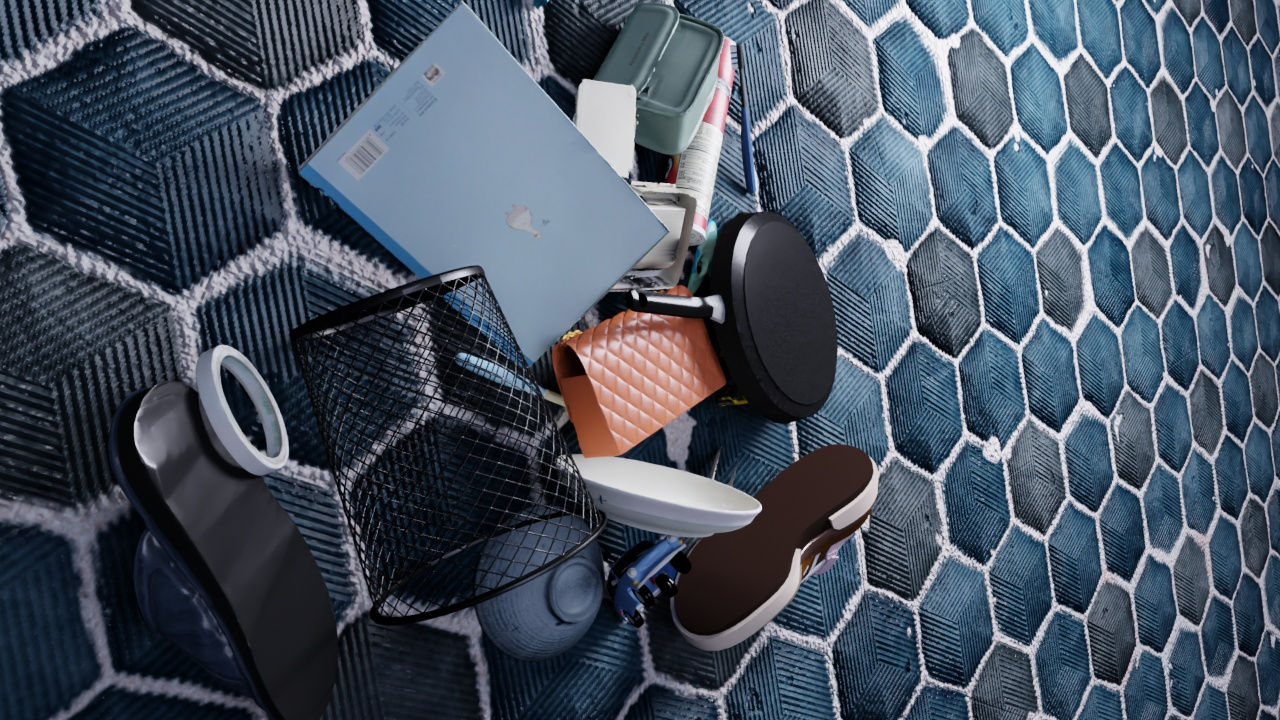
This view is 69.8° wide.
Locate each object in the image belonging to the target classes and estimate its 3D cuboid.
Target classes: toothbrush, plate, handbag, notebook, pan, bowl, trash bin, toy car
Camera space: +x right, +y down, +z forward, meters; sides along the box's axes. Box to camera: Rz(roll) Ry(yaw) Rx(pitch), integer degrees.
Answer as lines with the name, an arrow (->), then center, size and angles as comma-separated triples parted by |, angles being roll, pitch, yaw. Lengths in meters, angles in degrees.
toothbrush -> 0.058, -0.089, 0.949 | 0.022, 0.017, 0.135 | 31, 68, -30
toothbrush -> -0.097, 0.024, 0.812 | 0.155, 0.016, 0.022 | 25, 81, -36
plate -> 0.012, 0.119, 0.794 | 0.182, 0.182, 0.034 | 11, 92, -39
handbag -> -0.005, 0.005, 0.853 | 0.171, 0.060, 0.109 | -30, 105, -46
notebook -> -0.118, -0.129, 0.750 | 0.181, 0.009, 0.253 | -43, 119, 4
handbag -> 0.016, -0.272, 0.879 | 0.106, 0.067, 0.121 | 22, 69, 6
pan -> 0.107, -0.048, 0.911 | 0.355, 0.034, 0.225 | 2, 78, -52
bowl -> -0.070, 0.195, 0.795 | 0.136, 0.057, 0.137 | 4, 84, -39
trash bin -> -0.146, 0.053, 0.673 | 0.183, 0.185, 0.210 | -24, 96, -38
toothbrush -> 0.109, -0.250, 0.965 | 0.014, 0.014, 0.168 | -84, 166, -50
toy car -> 0.003, 0.191, 0.811 | 0.056, 0.154, 0.055 | -38, 72, -22

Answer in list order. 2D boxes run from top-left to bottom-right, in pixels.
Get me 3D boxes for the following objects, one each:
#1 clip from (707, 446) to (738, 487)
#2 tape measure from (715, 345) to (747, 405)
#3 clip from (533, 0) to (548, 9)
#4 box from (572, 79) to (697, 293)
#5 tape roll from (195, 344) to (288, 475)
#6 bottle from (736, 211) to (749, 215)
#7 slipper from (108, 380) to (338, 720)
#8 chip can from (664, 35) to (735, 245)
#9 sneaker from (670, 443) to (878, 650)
clip -> 0.083, 0.135, 0.921 | 0.101, 0.052, 0.060 | -55, 156, -68
tape measure -> 0.111, 0.011, 0.970 | 0.072, 0.042, 0.071 | -3, 82, -35
clip -> -0.122, -0.383, 0.820 | 0.119, 0.030, 0.130 | -16, 97, -34
box -> -0.013, -0.153, 0.828 | 0.143, 0.044, 0.185 | -4, 118, -38
tape roll -> -0.270, 0.034, 0.626 | 0.013, 0.093, 0.093 | -24, 104, -2
bottle -> 0.102, -0.110, 0.981 | 0.025, 0.025, 0.106 | 30, 68, -34
slipper -> -0.290, 0.140, 0.612 | 0.108, 0.083, 0.266 | -87, 161, -62
chip can -> 0.059, -0.227, 0.938 | 0.051, 0.052, 0.214 | 21, 73, -37
sneaker -> 0.144, 0.211, 0.956 | 0.292, 0.112, 0.116 | -39, 131, -35
